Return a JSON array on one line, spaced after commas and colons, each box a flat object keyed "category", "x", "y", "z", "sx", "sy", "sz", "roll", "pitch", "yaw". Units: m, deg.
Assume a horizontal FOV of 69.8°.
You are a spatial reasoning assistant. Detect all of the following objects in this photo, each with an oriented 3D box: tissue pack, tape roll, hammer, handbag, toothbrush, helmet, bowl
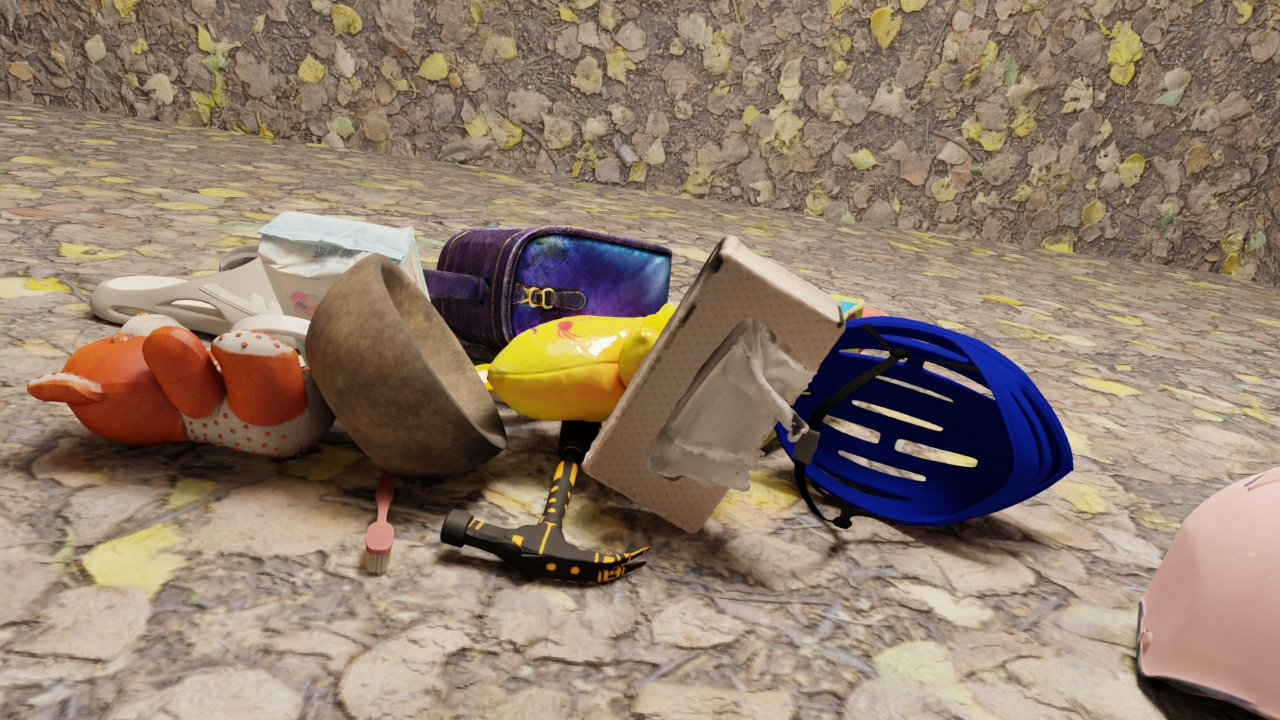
[{"category": "tissue pack", "x": 0.047, "y": 0.025, "z": 0.579, "sx": 0.104, "sy": 0.182, "sz": 0.071, "roll": 32, "pitch": 20, "yaw": -4}, {"category": "tape roll", "x": -0.261, "y": -0.004, "z": 0.690, "sx": 0.093, "sy": 0.093, "sz": 0.013, "roll": 7, "pitch": 59, "yaw": -7}, {"category": "hammer", "x": -0.338, "y": -0.090, "z": 1.087, "sx": 0.325, "sy": 0.034, "sz": 0.169, "roll": 13, "pitch": 18, "yaw": 9}, {"category": "handbag", "x": -0.100, "y": -0.065, "z": 0.885, "sx": 0.221, "sy": 0.125, "sz": 0.205, "roll": 4, "pitch": 5, "yaw": -29}, {"category": "tissue pack", "x": -0.231, "y": -0.038, "z": 0.754, "sx": 0.112, "sy": 0.182, "sz": 0.069, "roll": 7, "pitch": 51, "yaw": 5}, {"category": "toothbrush", "x": -0.167, "y": 0.088, "z": 0.599, "sx": 0.015, "sy": 0.016, "sz": 0.184, "roll": 5, "pitch": 14, "yaw": -14}, {"category": "helmet", "x": 0.189, "y": 0.052, "z": 0.652, "sx": 0.242, "sy": 0.148, "sz": 0.227, "roll": 19, "pitch": 15, "yaw": 16}, {"category": "hammer", "x": -0.048, "y": 0.071, "z": 0.680, "sx": 0.123, "sy": 0.036, "sz": 0.320, "roll": 14, "pitch": 17, "yaw": -1}, {"category": "bowl", "x": -0.164, "y": 0.012, "z": 0.630, "sx": 0.070, "sy": 0.162, "sz": 0.162, "roll": -32, "pitch": 21, "yaw": 0}, {"category": "helmet", "x": 0.416, "y": 0.136, "z": 0.511, "sx": 0.255, "sy": 0.152, "sz": 0.230, "roll": 4, "pitch": 12, "yaw": -35}]

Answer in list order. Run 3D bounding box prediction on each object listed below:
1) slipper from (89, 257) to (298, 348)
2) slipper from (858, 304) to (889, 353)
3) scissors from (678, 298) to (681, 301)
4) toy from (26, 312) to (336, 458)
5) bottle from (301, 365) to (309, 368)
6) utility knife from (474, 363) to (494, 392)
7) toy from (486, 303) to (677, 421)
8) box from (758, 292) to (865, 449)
[{"category": "slipper", "x": -0.392, "y": -0.069, "z": 0.892, "sx": 0.266, "sy": 0.081, "sz": 0.112, "roll": 8, "pitch": 13, "yaw": -1}, {"category": "slipper", "x": 0.170, "y": -0.010, "z": 1.021, "sx": 0.248, "sy": 0.059, "sz": 0.103, "roll": -19, "pitch": 32, "yaw": -27}, {"category": "scissors", "x": 0.098, "y": -0.025, "z": 0.981, "sx": 0.133, "sy": 0.016, "sz": 0.228, "roll": -24, "pitch": 34, "yaw": -31}, {"category": "toy", "x": -0.299, "y": 0.016, "z": 0.624, "sx": 0.172, "sy": 0.092, "sz": 0.164, "roll": 4, "pitch": -9, "yaw": -3}, {"category": "bottle", "x": -0.236, "y": 0.025, "z": 0.740, "sx": 0.113, "sy": 0.030, "sz": 0.030, "roll": 18, "pitch": 19, "yaw": 29}, {"category": "utility knife", "x": -0.107, "y": 0.010, "z": 0.758, "sx": 0.218, "sy": 0.019, "sz": 0.030, "roll": -7, "pitch": 51, "yaw": -36}, {"category": "toy", "x": -0.004, "y": 0.004, "z": 0.682, "sx": 0.194, "sy": 0.087, "sz": 0.134, "roll": -6, "pitch": 10, "yaw": 13}, {"category": "box", "x": 0.101, "y": 0.000, "z": 0.832, "sx": 0.124, "sy": 0.082, "sz": 0.220, "roll": 19, "pitch": 31, "yaw": 33}]
